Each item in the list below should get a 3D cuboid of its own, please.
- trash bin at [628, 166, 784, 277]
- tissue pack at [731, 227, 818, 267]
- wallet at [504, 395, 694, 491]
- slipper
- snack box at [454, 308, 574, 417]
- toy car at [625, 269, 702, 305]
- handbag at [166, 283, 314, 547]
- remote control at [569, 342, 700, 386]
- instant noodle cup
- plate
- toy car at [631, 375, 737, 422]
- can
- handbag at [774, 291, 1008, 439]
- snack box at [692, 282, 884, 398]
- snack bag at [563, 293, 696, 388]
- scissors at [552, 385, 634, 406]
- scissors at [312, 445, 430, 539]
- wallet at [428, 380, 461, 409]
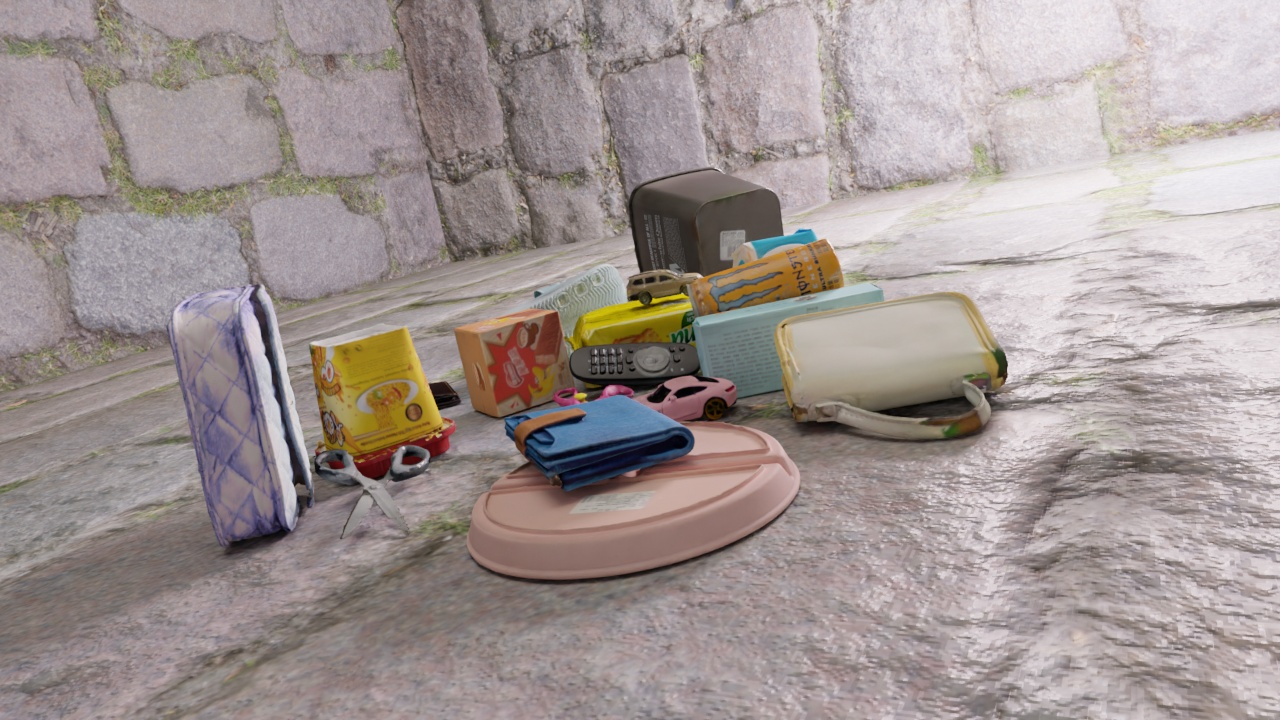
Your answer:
[{"bbox_3d":[0.114,-0.205,1.511,0.198,0.199,0.220,-17,20,-17],"label":"trash bin"},{"bbox_3d":[0.158,-0.068,0.955,0.090,0.140,0.063,-14,-19,-10],"label":"tissue pack"},{"bbox_3d":[-0.035,0.052,0.653,0.106,0.040,0.133,-11,10,-18],"label":"wallet"},{"bbox_3d":[-0.114,-0.042,1.165,0.244,0.104,0.074,-27,17,-33],"label":"slipper"},{"bbox_3d":[-0.135,0.001,0.984,0.094,0.093,0.077,-17,14,-28],"label":"snack box"},{"bbox_3d":[0.028,-0.086,1.050,0.090,0.035,0.042,-8,13,1],"label":"toy car"},{"bbox_3d":[-0.313,0.042,0.732,0.075,0.194,0.134,-10,15,-15],"label":"handbag"},{"bbox_3d":[-0.006,0.006,0.954,0.136,0.024,0.053,-2,49,-2],"label":"remote control"},{"bbox_3d":[-0.250,0.034,0.861,0.115,0.124,0.116,-19,14,-32],"label":"instant noodle cup"},{"bbox_3d":[-0.008,0.086,0.626,0.229,0.028,0.229,-11,12,2],"label":"plate"},{"bbox_3d":[0.024,0.038,0.799,0.122,0.037,0.056,-15,11,-9],"label":"toy car"},{"bbox_3d":[0.121,-0.070,0.892,0.146,0.058,0.058,-18,11,5],"label":"can"},{"bbox_3d":[0.194,0.018,0.709,0.163,0.063,0.178,-10,27,8],"label":"handbag"},{"bbox_3d":[0.141,-0.018,0.850,0.175,0.074,0.051,-11,12,1],"label":"snack box"},{"bbox_3d":[0.034,-0.034,1.051,0.246,0.068,0.158,-11,12,-3],"label":"snack bag"},{"bbox_3d":[-0.047,0.047,0.882,0.105,0.017,0.136,-7,16,-4],"label":"scissors"},{"bbox_3d":[-0.213,0.099,0.733,0.160,0.014,0.173,10,16,26],"label":"scissors"},{"bbox_3d":[-0.269,0.044,1.093,0.096,0.020,0.122,-10,10,-17],"label":"wallet"}]
